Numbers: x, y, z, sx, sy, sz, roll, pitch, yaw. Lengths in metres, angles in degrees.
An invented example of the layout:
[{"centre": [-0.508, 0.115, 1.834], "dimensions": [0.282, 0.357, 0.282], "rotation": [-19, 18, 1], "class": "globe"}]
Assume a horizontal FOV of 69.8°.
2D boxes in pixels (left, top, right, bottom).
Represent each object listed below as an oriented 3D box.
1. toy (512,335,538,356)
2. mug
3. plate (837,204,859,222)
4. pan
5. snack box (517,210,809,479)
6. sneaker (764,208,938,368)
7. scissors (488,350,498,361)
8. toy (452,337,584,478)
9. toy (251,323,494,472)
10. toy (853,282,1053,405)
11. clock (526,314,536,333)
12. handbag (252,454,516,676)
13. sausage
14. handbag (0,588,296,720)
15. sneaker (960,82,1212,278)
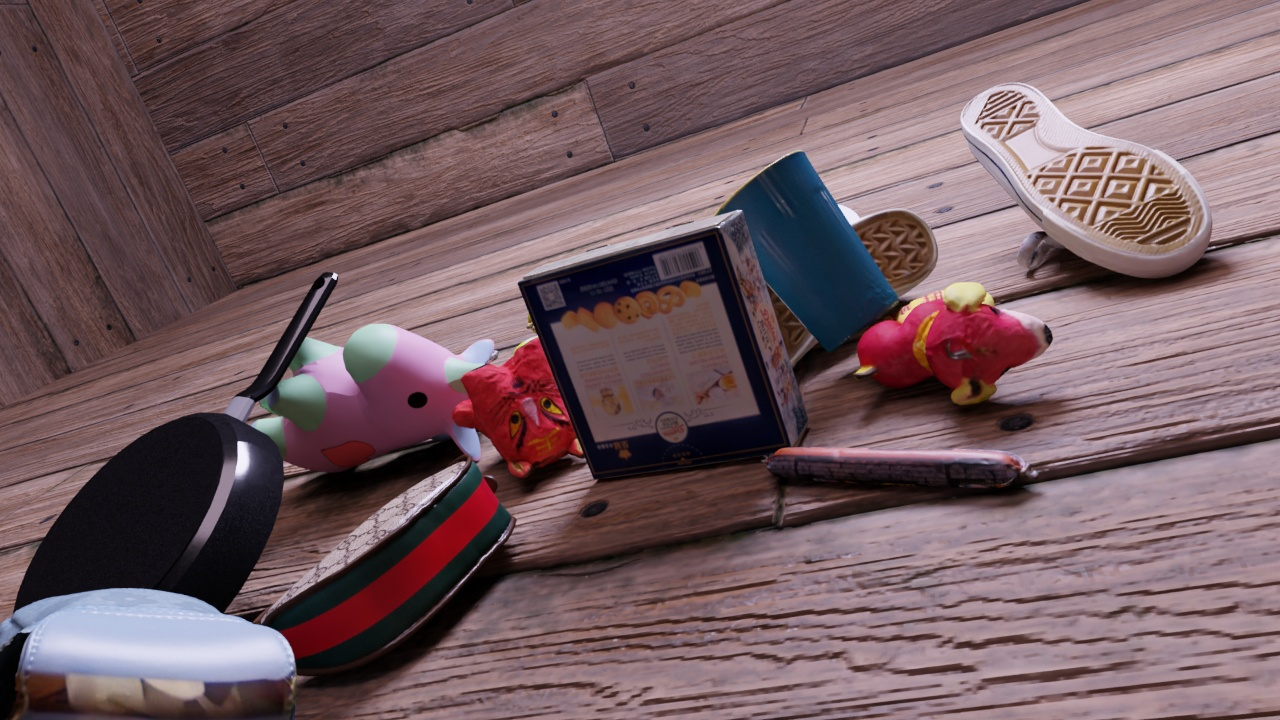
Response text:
[{"centre": [-0.075, -0.001, 0.840], "dimensions": [0.092, 0.043, 0.118], "rotation": [-21, 19, -6], "class": "toy"}, {"centre": [0.115, -0.070, 0.621], "dimensions": [0.078, 0.121, 0.078], "rotation": [-35, -6, -5], "class": "mug"}, {"centre": [0.082, -0.095, 0.846], "dimensions": [0.243, 0.016, 0.242], "rotation": [-20, 25, 10], "class": "plate"}, {"centre": [-0.310, 0.062, 0.651], "dimensions": [0.205, 0.044, 0.354], "rotation": [-6, 50, 32], "class": "pan"}, {"centre": [0.014, -0.005, 0.572], "dimensions": [0.145, 0.145, 0.042], "rotation": [-11, 18, 28], "class": "snack box"}, {"centre": [0.114, -0.042, 0.696], "dimensions": [0.235, 0.087, 0.079], "rotation": [-28, -5, -17], "class": "sneaker"}, {"centre": [-0.221, 0.020, 0.996], "dimensions": [0.141, 0.014, 0.175], "rotation": [-30, 18, -38], "class": "scissors"}, {"centre": [-0.085, 0.050, 0.688], "dimensions": [0.088, 0.094, 0.133], "rotation": [-31, -9, -8], "class": "toy"}, {"centre": [-0.227, 0.043, 0.777], "dimensions": [0.223, 0.171, 0.120], "rotation": [-44, 35, 44], "class": "toy"}, {"centre": [0.178, -0.012, 0.560], "dimensions": [0.105, 0.067, 0.137], "rotation": [-28, 9, -1], "class": "toy"}, {"centre": [-0.072, -0.057, 0.972], "dimensions": [0.083, 0.057, 0.118], "rotation": [-7, 17, 32], "class": "clock"}, {"centre": [-0.154, 0.117, 0.548], "dimensions": [0.139, 0.063, 0.166], "rotation": [-20, 15, 35], "class": "handbag"}, {"centre": [0.126, 0.055, 0.476], "dimensions": [0.156, 0.020, 0.020], "rotation": [-4, 23, 43], "class": "sausage"}, {"centre": [-0.238, 0.164, 0.416], "dimensions": [0.121, 0.118, 0.192], "rotation": [16, -19, -36], "class": "handbag"}, {"centre": [0.322, -0.122, 0.682], "dimensions": [0.118, 0.088, 0.240], "rotation": [-30, 40, 7], "class": "sneaker"}]
